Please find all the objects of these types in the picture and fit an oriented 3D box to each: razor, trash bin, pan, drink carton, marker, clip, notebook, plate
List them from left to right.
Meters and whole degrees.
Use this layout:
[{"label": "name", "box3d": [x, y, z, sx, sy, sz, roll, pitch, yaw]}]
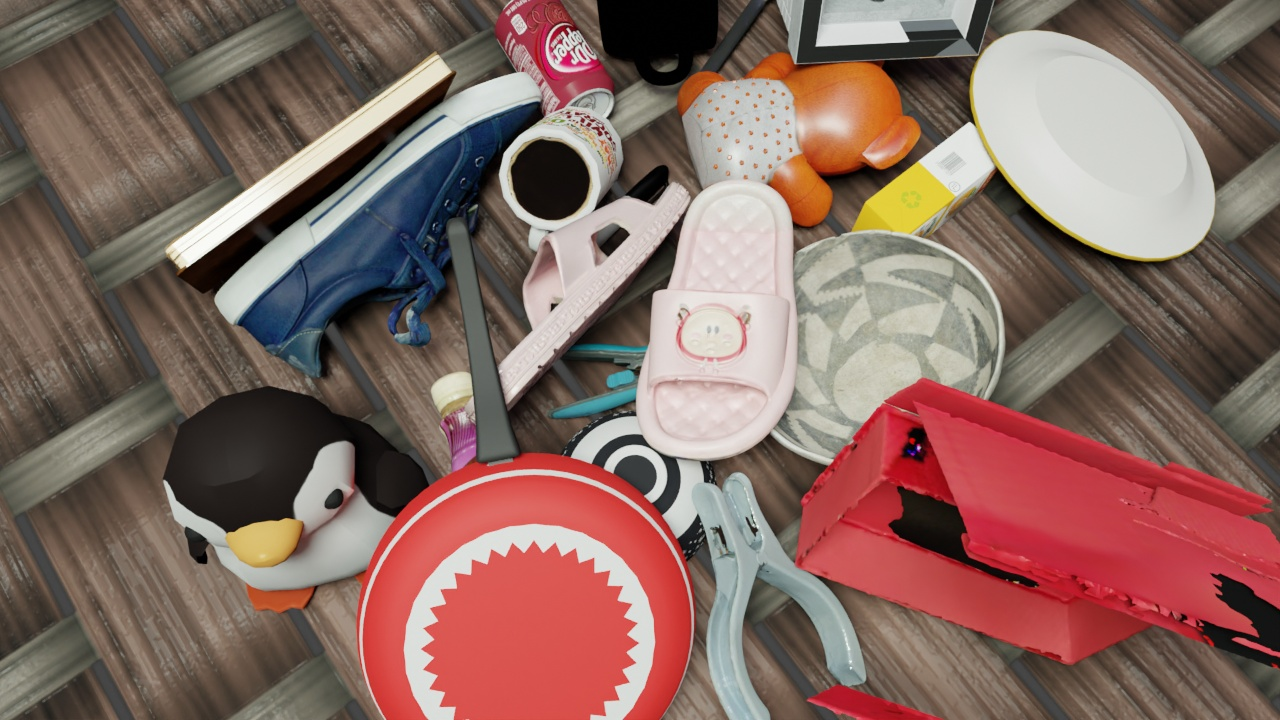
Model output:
[{"label": "notebook", "box3d": [-0.238, -0.131, 0.669, 0.225, 0.168, 0.024, -42, 103, -15]}, {"label": "pan", "box3d": [-0.080, 0.091, 0.557, 0.209, 0.067, 0.356, -10, 98, -7]}, {"label": "marker", "box3d": [-0.022, -0.109, 0.740, 0.022, 0.016, 0.138, 45, 74, -10]}, {"label": "clip", "box3d": [0.063, 0.166, 0.578, 0.158, 0.030, 0.174, -32, 88, -45]}, {"label": "razor", "box3d": [0.091, -0.296, 0.808, 0.043, 0.022, 0.144, 31, 72, 11]}, {"label": "trash bin", "box3d": [0.178, -0.368, 0.730, 0.142, 0.143, 0.246, -4, 48, -3]}, {"label": "drink carton", "box3d": [0.228, -0.131, 0.728, 0.122, 0.059, 0.040, -37, 74, -14]}, {"label": "plate", "box3d": [0.370, -0.183, 0.736, 0.229, 0.021, 0.229, 8, 62, -15]}]

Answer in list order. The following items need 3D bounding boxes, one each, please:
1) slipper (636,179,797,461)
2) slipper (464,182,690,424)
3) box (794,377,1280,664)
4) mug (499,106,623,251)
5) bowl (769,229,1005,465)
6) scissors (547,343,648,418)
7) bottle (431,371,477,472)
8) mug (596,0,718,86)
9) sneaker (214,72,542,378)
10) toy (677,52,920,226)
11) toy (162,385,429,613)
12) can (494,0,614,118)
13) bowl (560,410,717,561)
[{"label": "slipper", "box3d": [0.059, -0.034, 0.635, 0.107, 0.056, 0.221, 6, 66, 14]}, {"label": "slipper", "box3d": [-0.054, -0.052, 0.658, 0.064, 0.094, 0.238, 40, 62, -1]}, {"label": "box", "box3d": [0.232, 0.087, 0.496, 0.211, 0.319, 0.121, 21, 74, -4]}, {"label": "mug", "box3d": [-0.063, -0.135, 0.705, 0.073, 0.105, 0.089, 20, 27, 1]}, {"label": "bowl", "box3d": [0.167, 0.003, 0.656, 0.179, 0.081, 0.178, -10, 63, 21]}, {"label": "scissors", "box3d": [-0.008, 0.011, 0.676, 0.148, 0.019, 0.123, -43, 65, 1]}, {"label": "bottle", "box3d": [-0.104, 0.085, 0.639, 0.059, 0.060, 0.166, -22, 71, -9]}, {"label": "mug", "box3d": [0.014, -0.286, 0.771, 0.094, 0.085, 0.121, -7, 75, -2]}, {"label": "sneaker", "box3d": [-0.165, -0.098, 0.698, 0.127, 0.121, 0.294, 47, 76, -9]}, {"label": "toy", "box3d": [0.124, -0.185, 0.737, 0.172, 0.093, 0.163, -16, 67, 6]}, {"label": "toy", "box3d": [-0.225, 0.069, 0.577, 0.159, 0.184, 0.140, -13, 69, -6]}, {"label": "can", "box3d": [-0.071, -0.248, 0.764, 0.063, 0.063, 0.114, -27, 72, -11]}, {"label": "bowl", "box3d": [-0.004, 0.088, 0.636, 0.120, 0.066, 0.120, 0, 69, -1]}]
